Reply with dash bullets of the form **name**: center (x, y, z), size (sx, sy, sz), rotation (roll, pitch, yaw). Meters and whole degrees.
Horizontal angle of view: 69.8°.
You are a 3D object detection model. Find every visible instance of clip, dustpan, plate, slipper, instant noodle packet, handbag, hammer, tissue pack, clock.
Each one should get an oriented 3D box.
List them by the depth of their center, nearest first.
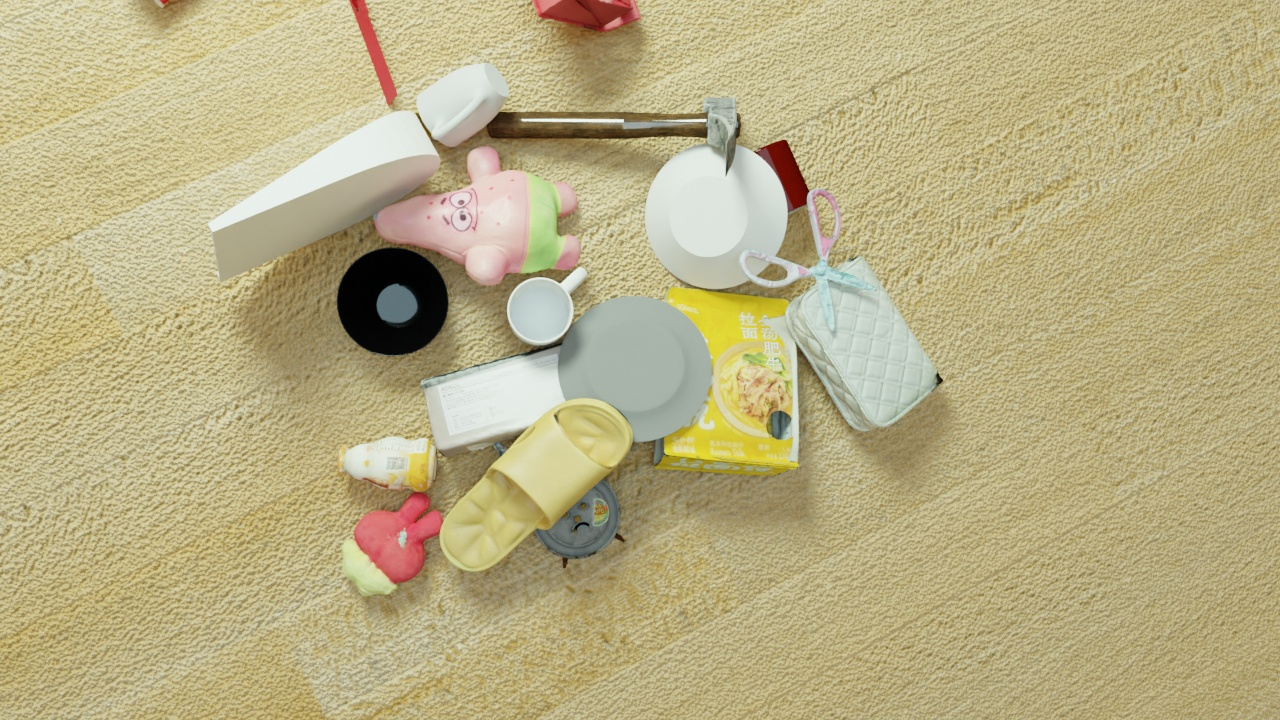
- **dustpan**: center (-0.343, -0.185, 0.987), size (0.257, 0.192, 0.053), rotation (-30, 93, -24)
- **slipper**: center (-0.125, 0.142, 1.019), size (0.264, 0.078, 0.099), rotation (-43, 89, 11)
- **hammer**: center (-0.036, -0.259, 1.049), size (0.301, 0.217, 0.037), rotation (1, 118, 5)
- **plate**: center (-0.006, 0.006, 1.060), size (0.178, 0.012, 0.178), rotation (1, 71, -2)
- **tissue pack**: center (-0.157, 0.053, 1.081), size (0.181, 0.071, 0.104), rotation (-16, 75, -10)
- **clip**: center (-0.257, -0.282, 1.083), size (0.054, 0.048, 0.046), rotation (-27, 137, -6)
- **plate**: center (0.084, -0.170, 1.085), size (0.174, 0.036, 0.174), rotation (3, 100, 17)
- **clock**: center (-0.082, 0.167, 1.086), size (0.104, 0.056, 0.148), rotation (-23, 93, -4)
- **instant noodle packet**: center (0.104, 0.022, 1.109), size (0.163, 0.084, 0.221), rotation (4, 77, -8)
- **handbag**: center (0.269, -0.018, 1.122), size (0.138, 0.073, 0.195), rotation (-34, 93, -24)

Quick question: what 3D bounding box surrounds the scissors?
- **scissors**: center (0.192, -0.114, 1.066), size (0.175, 0.013, 0.170), rotation (-8, 87, -13)

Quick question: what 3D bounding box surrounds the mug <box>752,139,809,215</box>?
- **mug**: center (0.145, -0.208, 1.114), size (0.106, 0.073, 0.082), rotation (-24, 92, 2)

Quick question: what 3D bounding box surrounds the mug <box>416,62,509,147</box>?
- **mug**: center (-0.200, -0.288, 1.040), size (0.090, 0.107, 0.071), rotation (-26, 122, 24)

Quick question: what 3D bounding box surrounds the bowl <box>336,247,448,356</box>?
- **bowl**: center (-0.284, -0.066, 1.067), size (0.124, 0.052, 0.124), rotation (0, 89, -7)

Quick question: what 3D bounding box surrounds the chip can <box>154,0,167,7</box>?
- **chip can**: center (-0.483, -0.498, 1.042), size (0.220, 0.069, 0.069), rotation (-41, 94, -6)

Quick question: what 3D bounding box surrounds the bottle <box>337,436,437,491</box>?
- **bottle**: center (-0.291, 0.118, 1.057), size (0.108, 0.063, 0.063), rotation (4, 88, -7)

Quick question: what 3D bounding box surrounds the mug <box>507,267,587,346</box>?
- **mug**: center (-0.104, -0.068, 1.070), size (0.110, 0.090, 0.074), rotation (-44, 94, -6)

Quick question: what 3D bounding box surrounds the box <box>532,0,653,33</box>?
- **box**: center (0.020, -0.525, 1.041), size (0.374, 0.148, 0.213), rotation (-18, 90, -3)

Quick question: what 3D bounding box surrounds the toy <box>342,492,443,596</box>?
- **toy**: center (-0.288, 0.213, 1.065), size (0.091, 0.045, 0.135), rotation (43, 89, -1)

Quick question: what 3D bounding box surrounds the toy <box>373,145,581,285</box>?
- **toy**: center (-0.184, -0.161, 1.054), size (0.236, 0.097, 0.191), rotation (-2, 62, -13)
